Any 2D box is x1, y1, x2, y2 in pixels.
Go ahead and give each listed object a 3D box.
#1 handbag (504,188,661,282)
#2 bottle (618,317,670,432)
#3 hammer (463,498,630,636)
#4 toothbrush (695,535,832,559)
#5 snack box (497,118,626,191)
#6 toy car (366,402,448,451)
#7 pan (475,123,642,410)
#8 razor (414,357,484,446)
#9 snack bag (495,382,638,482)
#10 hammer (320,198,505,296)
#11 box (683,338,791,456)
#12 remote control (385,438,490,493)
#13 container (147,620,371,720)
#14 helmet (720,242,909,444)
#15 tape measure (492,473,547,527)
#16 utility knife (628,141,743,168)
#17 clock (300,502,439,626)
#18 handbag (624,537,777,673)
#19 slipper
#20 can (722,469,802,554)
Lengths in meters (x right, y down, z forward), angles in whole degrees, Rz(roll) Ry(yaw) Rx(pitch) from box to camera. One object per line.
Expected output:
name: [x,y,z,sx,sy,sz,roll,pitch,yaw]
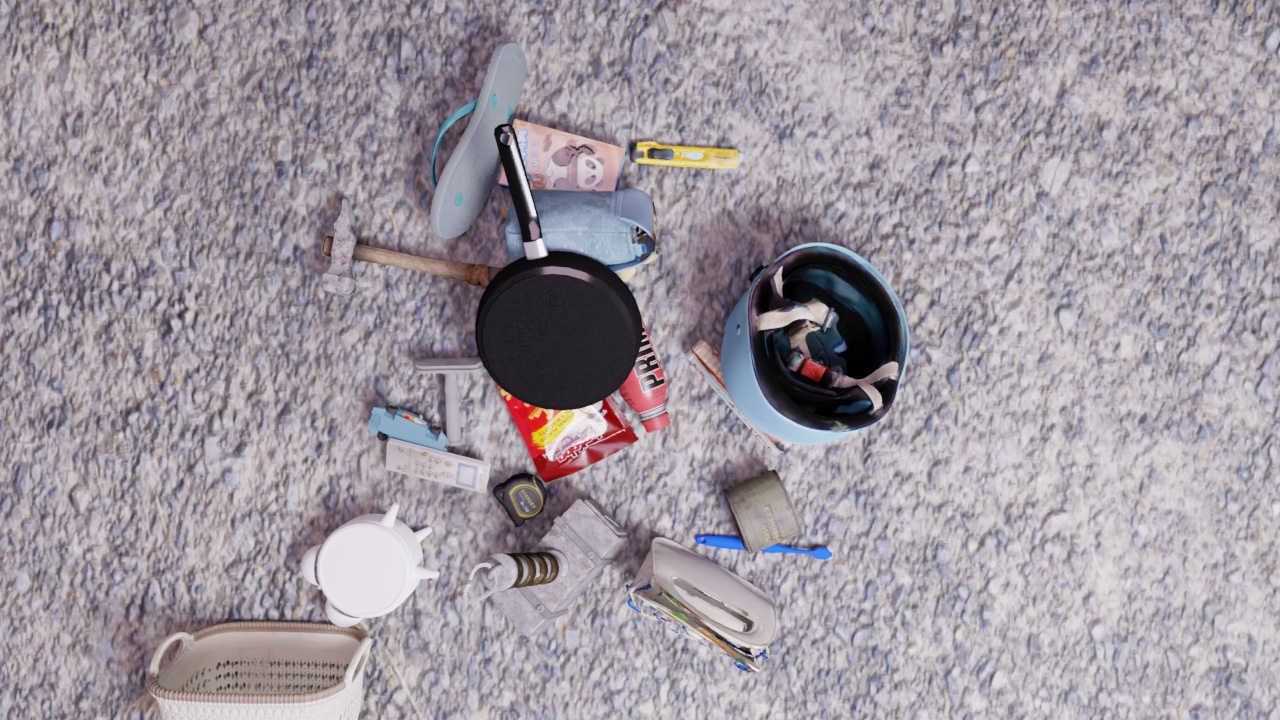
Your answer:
handbag: [-0.070,-0.148,1.138,0.192,0.121,0.119,-3,126,1]
bottle: [-0.007,0.007,1.188,0.062,0.062,0.176,-21,91,-1]
hammer: [-0.123,0.241,1.062,0.079,0.326,0.177,43,90,16]
toothbrush: [0.164,0.247,1.221,0.182,0.018,0.016,6,91,2]
snack box: [-0.101,-0.251,1.195,0.151,0.034,0.087,15,91,-1]
toy car: [-0.298,0.089,1.195,0.108,0.027,0.060,25,126,-5]
pan: [-0.116,-0.097,1.076,0.204,0.044,0.356,-10,116,7]
razor: [-0.246,0.054,1.197,0.088,0.047,0.116,-1,99,-1]
snack bag: [-0.110,0.046,1.201,0.139,0.066,0.208,-28,101,-6]
hammer: [-0.253,-0.121,1.192,0.319,0.049,0.121,11,88,-3]
box: [0.135,0.043,1.199,0.187,0.056,0.059,47,49,-2]
remote control: [-0.265,0.138,1.197,0.136,0.011,0.050,14,128,-1]
container: [-0.462,0.412,1.134,0.246,0.184,0.143,2,101,0]
helmet: [0.203,-0.017,1.132,0.225,0.167,0.264,41,61,-6]
tape measure: [-0.154,0.178,1.202,0.061,0.034,0.062,-29,103,4]
utility knife: [0.060,-0.270,1.208,0.151,0.017,0.030,3,100,-4]
clock: [-0.349,0.264,1.190,0.161,0.072,0.125,-30,91,7]
handbag: [0.076,0.314,1.129,0.200,0.199,0.093,29,94,1]
slipper: [-0.214,-0.280,1.175,0.055,0.098,0.268,18,82,23]
can: [0.155,0.195,1.180,0.074,0.090,0.090,-22,91,-1]
